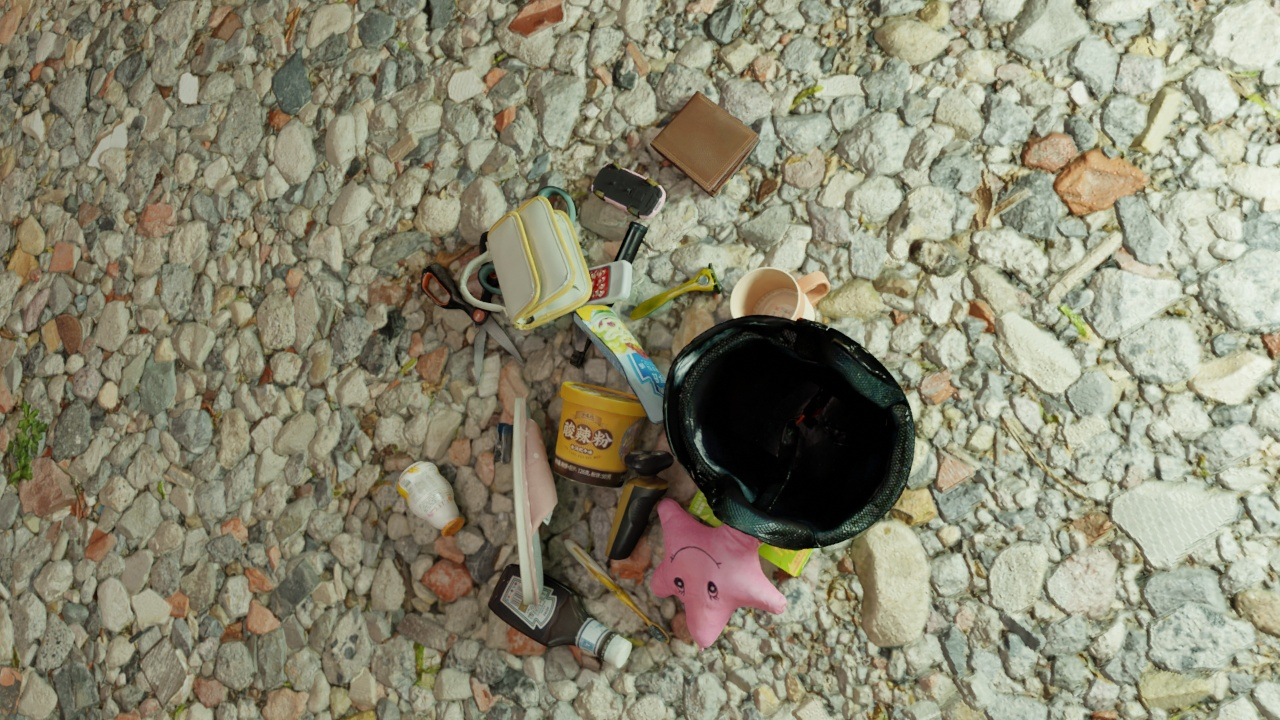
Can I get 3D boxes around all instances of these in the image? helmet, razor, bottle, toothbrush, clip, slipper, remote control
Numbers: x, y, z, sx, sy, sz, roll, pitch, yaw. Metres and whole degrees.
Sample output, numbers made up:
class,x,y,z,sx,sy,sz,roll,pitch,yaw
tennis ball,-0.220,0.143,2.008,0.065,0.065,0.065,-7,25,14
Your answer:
class,x,y,z,sx,sy,sz,roll,pitch,yaw
helmet,0.163,0.073,1.011,0.275,0.230,0.233,34,96,13
razor,0.042,-0.084,1.212,0.133,0.028,0.043,-24,76,18
razor,-0.009,0.181,1.146,0.067,0.062,0.168,37,121,32
bottle,-0.289,0.193,1.274,0.063,0.063,0.108,-47,67,8
bottle,-0.102,0.334,1.183,0.195,0.044,0.080,23,83,23
toothbrush,-0.045,-0.088,1.247,0.027,0.026,0.212,25,91,-1
toothbrush,-0.034,0.294,1.176,0.191,0.018,0.016,40,94,23
clip,-0.189,0.115,1.269,0.036,0.025,0.058,10,89,30
slipper,-0.137,0.176,1.185,0.054,0.114,0.274,-2,68,-8
remote control,-0.068,-0.098,1.239,0.136,0.020,0.055,-8,69,39

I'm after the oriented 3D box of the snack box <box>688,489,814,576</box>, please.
class,x,y,z,sx,sy,sz,roll,pitch,yaw
snack box,0.145,0.186,1.119,0.156,0.026,0.086,30,93,24

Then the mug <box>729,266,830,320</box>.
class,x,y,z,sx,sy,sz,roll,pitch,yaw
mug,0.175,-0.068,1.109,0.115,0.106,0.081,-31,70,14

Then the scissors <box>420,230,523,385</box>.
class,x,y,z,sx,sy,sz,roll,pitch,yaw
scissors,-0.236,-0.086,1.326,0.221,0.021,0.228,25,90,24

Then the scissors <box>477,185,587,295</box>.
class,x,y,z,sx,sy,sz,roll,pitch,yaw
scissors,-0.153,-0.167,1.295,0.172,0.019,0.169,-9,66,20

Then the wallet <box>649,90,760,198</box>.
class,x,y,z,sx,sy,sz,roll,pitch,yaw
wallet,0.087,-0.292,1.230,0.124,0.032,0.101,43,95,22

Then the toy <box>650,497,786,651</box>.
class,x,y,z,sx,sy,sz,roll,pitch,yaw
toy,0.089,0.260,1.094,0.195,0.074,0.178,4,92,39

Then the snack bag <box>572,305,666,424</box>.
class,x,y,z,sx,sy,sz,roll,pitch,yaw
snack bag,-0.007,0.007,1.168,0.039,0.110,0.191,-45,67,13

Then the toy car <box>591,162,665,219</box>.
class,x,y,z,sx,sy,sz,roll,pitch,yaw
toy car,-0.015,-0.231,1.256,0.122,0.037,0.056,33,91,36

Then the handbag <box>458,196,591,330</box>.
class,x,y,z,sx,sy,sz,roll,pitch,yaw
handbag,-0.169,-0.121,1.242,0.179,0.063,0.163,-27,61,14

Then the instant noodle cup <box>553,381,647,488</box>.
class,x,y,z,sx,sy,sz,roll,pitch,yaw
instant noodle cup,-0.055,0.095,1.173,0.118,0.118,0.114,16,94,24
